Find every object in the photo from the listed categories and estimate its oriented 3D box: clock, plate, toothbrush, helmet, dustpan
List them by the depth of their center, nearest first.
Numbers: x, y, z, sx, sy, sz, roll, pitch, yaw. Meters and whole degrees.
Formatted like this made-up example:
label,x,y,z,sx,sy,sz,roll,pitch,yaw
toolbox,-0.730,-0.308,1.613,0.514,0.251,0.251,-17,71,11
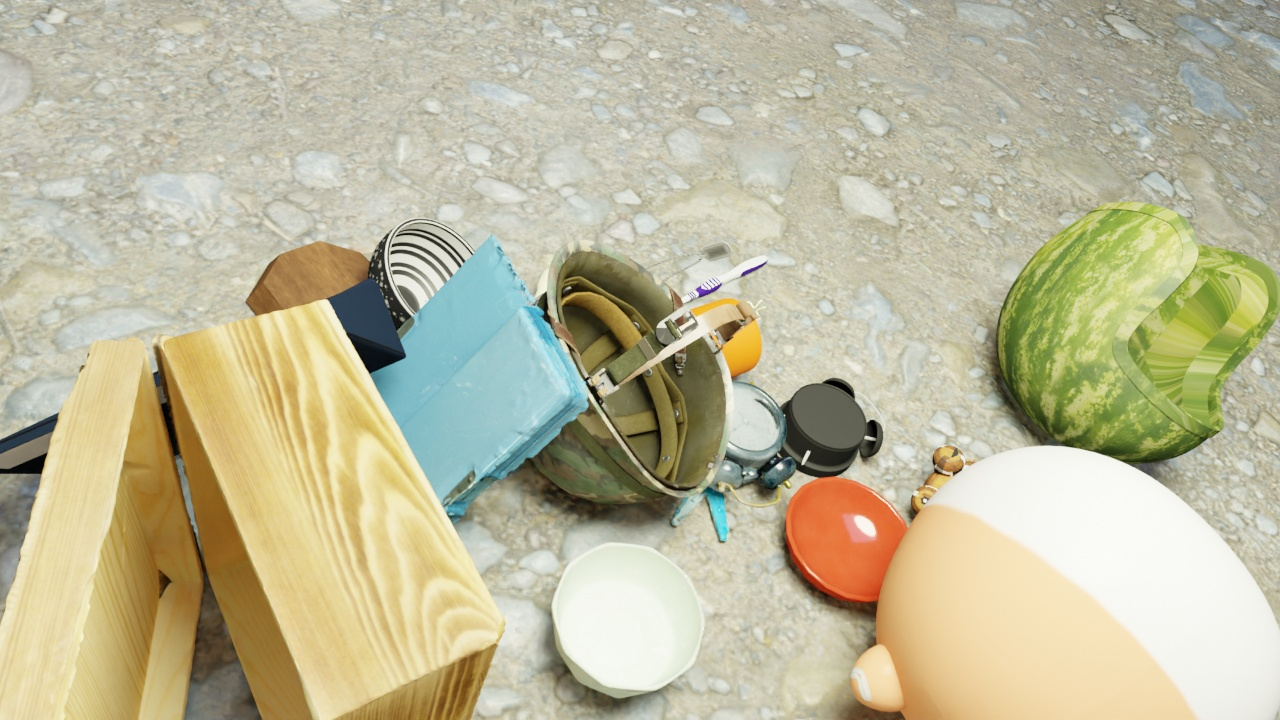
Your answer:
label,x,y,z,sx,sy,sz,roll,pitch,yaw
dustpan,-0.305,0.003,0.682,0.236,0.273,0.080,-23,82,2
helmet,-0.006,0.005,0.746,0.192,0.237,0.224,-22,97,-54
clock,0.091,0.078,0.839,0.090,0.052,0.129,-1,58,-22
plate,-0.296,-0.066,0.857,0.131,0.025,0.131,9,49,-11
clock,0.187,0.062,0.902,0.120,0.043,0.091,-14,57,-28
helmet,0.489,-0.023,0.945,0.213,0.247,0.243,15,5,-32
toothbrush,0.079,-0.083,1.005,0.186,0.016,0.015,-28,65,-34

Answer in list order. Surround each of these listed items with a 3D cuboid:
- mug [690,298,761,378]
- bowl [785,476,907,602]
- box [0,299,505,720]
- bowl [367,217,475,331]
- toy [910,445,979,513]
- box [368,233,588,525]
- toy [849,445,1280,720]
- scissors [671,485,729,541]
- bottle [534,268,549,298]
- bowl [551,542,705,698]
label,x,y,z,sx,sy,sz,roll,pitch,yaw
mug,0.047,-0.020,0.909,0.095,0.078,0.112,-19,35,-31
bowl,0.181,0.165,0.819,0.122,0.035,0.121,9,49,-11
box,-0.245,0.145,0.530,0.220,0.280,0.258,-18,59,-29
bowl,-0.204,-0.064,0.851,0.120,0.067,0.120,30,47,-39
toy,0.318,0.140,0.868,0.113,0.067,0.087,27,72,21
box,-0.157,0.035,0.704,0.033,0.232,0.174,19,33,-53
toy,0.305,0.207,0.689,0.280,0.266,0.263,-38,85,-8
scissors,0.056,0.102,0.847,0.127,0.012,0.137,37,51,12
bottle,-0.108,-0.022,0.870,0.045,0.045,0.184,19,48,-3
bowl,-0.015,0.205,0.702,0.117,0.061,0.117,9,49,-11
